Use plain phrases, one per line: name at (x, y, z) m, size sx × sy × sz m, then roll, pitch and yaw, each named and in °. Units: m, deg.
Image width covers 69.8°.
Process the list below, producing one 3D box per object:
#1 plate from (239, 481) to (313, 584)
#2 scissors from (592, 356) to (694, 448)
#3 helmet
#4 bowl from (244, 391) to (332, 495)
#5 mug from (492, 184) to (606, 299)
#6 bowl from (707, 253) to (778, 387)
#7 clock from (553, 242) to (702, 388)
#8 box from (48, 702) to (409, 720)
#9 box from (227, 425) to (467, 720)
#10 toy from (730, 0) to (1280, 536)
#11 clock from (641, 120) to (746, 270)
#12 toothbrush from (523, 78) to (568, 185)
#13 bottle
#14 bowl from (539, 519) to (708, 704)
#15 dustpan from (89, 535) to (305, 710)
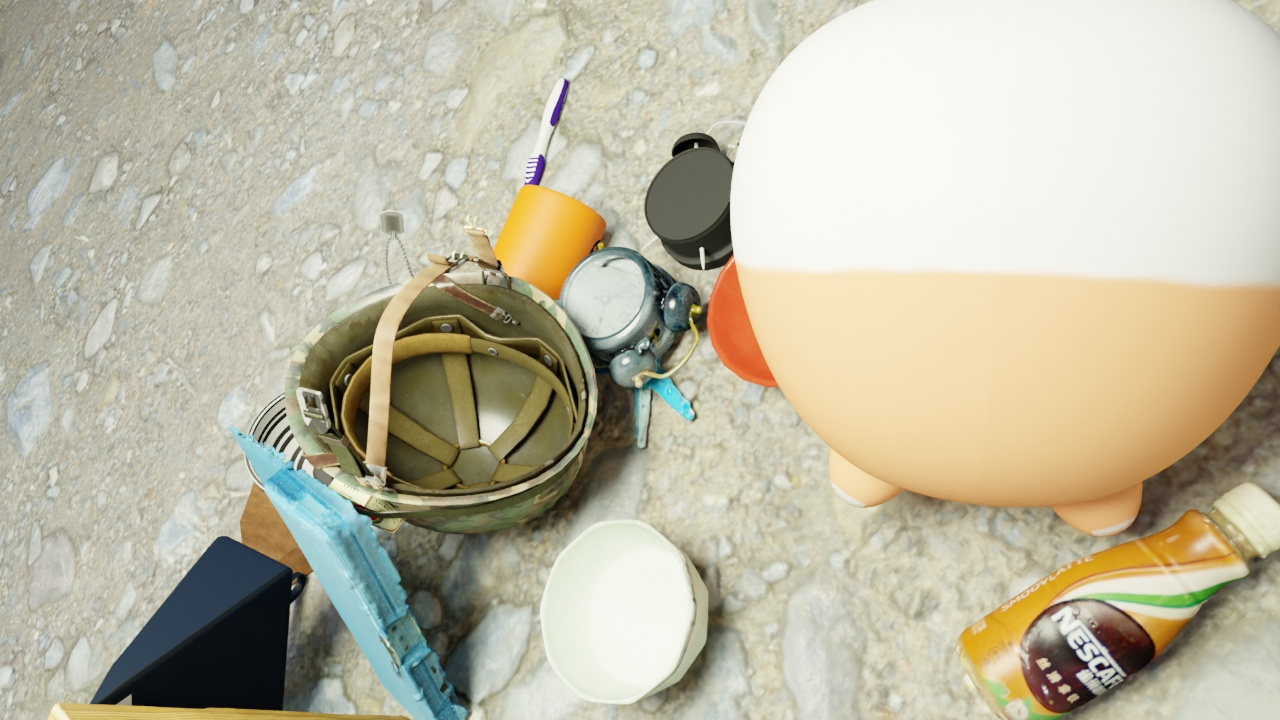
plate at (-0.335, 0.147, 0.866) m, size 0.132 × 0.025 × 0.131 m, roll -14°, pitch 64°, yaw 29°
scissors at (-0.005, 0.006, 0.710) m, size 0.128 × 0.012 × 0.137 m, roll -8°, pitch 69°, yaw 31°
helmet at (-0.143, 0.022, 0.644) m, size 0.224 × 0.237 × 0.192 m, roll 22°, pitch 60°, yaw 3°
bowl at (-0.283, 0.085, 0.823) m, size 0.120 × 0.066 × 0.120 m, roll 0°, pitch 56°, yaw 0°
mug at (-0.090, -0.085, 0.770) m, size 0.113 × 0.077 × 0.096 m, roll 9°, pitch 75°, yaw 61°
bowl at (0.108, -0.035, 0.633) m, size 0.122 × 0.035 × 0.121 m, roll -14°, pitch 64°, yaw 29°
clock at (-0.006, -0.032, 0.689) m, size 0.129 × 0.052 × 0.090 m, roll 39°, pitch 93°, yaw 32°
box at (-0.225, 0.351, 0.549) m, size 0.259 × 0.279 × 0.220 m, roll 19°, pitch 83°, yaw 38°
box at (-0.216, 0.162, 0.670) m, size 0.175 × 0.232 × 0.033 m, roll 23°, pitch 50°, yaw 40°
toy at (0.179, -0.053, 0.463) m, size 0.263 × 0.265 × 0.281 m, roll 4°, pitch 102°, yaw 20°
clock at (0.052, -0.130, 0.705) m, size 0.091 × 0.042 × 0.120 m, roll 23°, pitch 85°, yaw 38°
toothbrush at (-0.097, -0.178, 0.844) m, size 0.015 × 0.016 × 0.186 m, roll 6°, pitch 75°, yaw 36°
bottle at (0.243, 0.122, 0.462) m, size 0.167 × 0.059 × 0.059 m, roll -40°, pitch 54°, yaw 14°
bowl at (-0.002, 0.168, 0.609) m, size 0.118 × 0.061 × 0.117 m, roll -14°, pitch 64°, yaw 30°
dustpan at (-0.331, 0.254, 0.711) m, size 0.080 × 0.272 × 0.237 m, roll 22°, pitch 116°, yaw 16°
